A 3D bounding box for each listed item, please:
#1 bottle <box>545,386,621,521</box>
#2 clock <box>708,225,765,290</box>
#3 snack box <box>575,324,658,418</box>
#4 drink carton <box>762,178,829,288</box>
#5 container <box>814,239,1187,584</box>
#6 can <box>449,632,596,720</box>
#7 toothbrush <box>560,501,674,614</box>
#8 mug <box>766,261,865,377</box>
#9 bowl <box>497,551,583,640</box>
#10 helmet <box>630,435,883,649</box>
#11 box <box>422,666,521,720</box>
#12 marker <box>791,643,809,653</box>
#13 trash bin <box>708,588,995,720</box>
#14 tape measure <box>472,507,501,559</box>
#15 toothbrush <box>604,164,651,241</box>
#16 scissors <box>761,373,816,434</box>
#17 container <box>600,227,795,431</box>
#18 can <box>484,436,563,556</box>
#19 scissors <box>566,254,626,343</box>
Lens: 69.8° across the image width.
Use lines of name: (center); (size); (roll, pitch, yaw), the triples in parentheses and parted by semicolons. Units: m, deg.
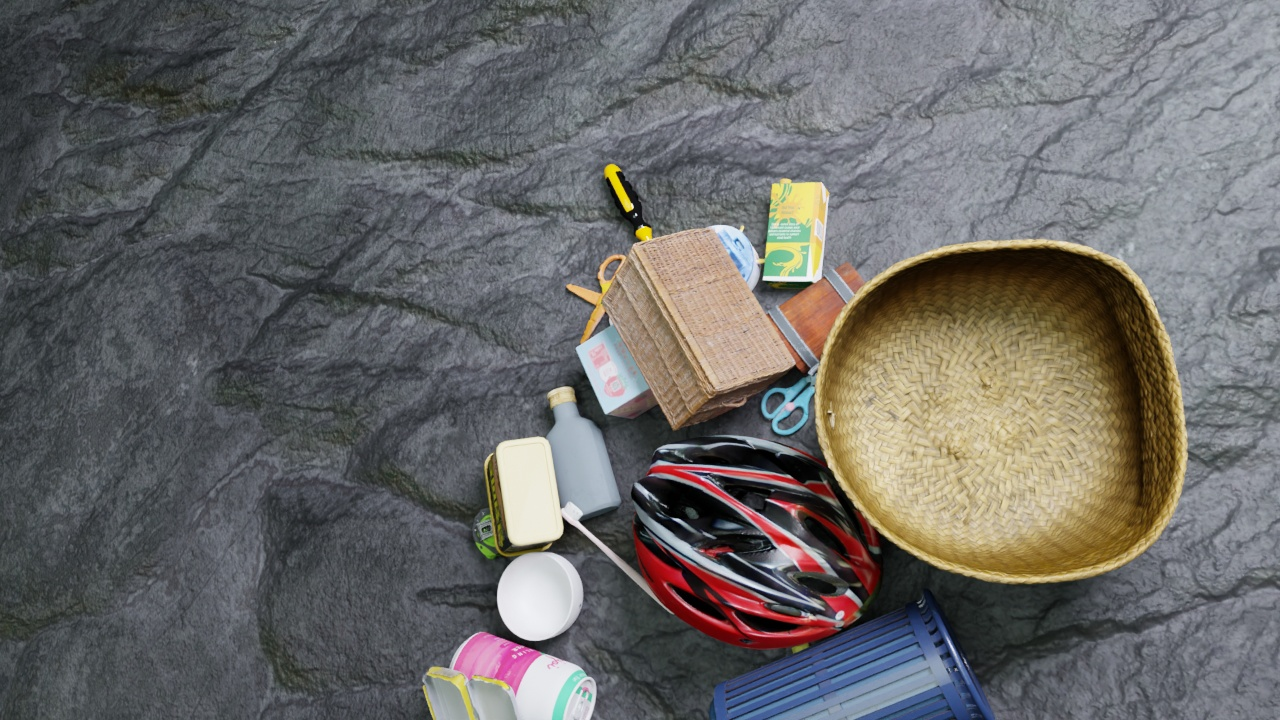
bottle: (-0.079, 0.112, 1.133); (0.072, 0.046, 0.161); (-23, 73, 19)
clock: (0.085, -0.103, 1.091); (0.125, 0.052, 0.089); (-36, 69, 15)
snack box: (-0.007, 0.006, 1.099); (0.095, 0.079, 0.093); (-32, 70, 18)
drink carton: (0.181, -0.147, 1.062); (0.058, 0.041, 0.122); (3, 83, 25)
container: (0.320, 0.049, 0.862); (0.307, 0.196, 0.307); (-1, 85, 11)
can: (-0.142, 0.388, 1.092); (0.166, 0.088, 0.088); (11, 86, 25)
toothbrush: (-0.024, 0.233, 1.079); (0.181, 0.015, 0.018); (42, 107, 6)
mug: (0.212, -0.035, 1.010); (0.111, 0.081, 0.117); (-37, 73, 10)
bowl: (-0.117, 0.285, 1.117); (0.105, 0.054, 0.104); (-4, 80, 22)
helmet: (0.116, 0.178, 0.953); (0.272, 0.167, 0.216); (15, 55, 27)
box: (-0.181, 0.454, 1.079); (0.127, 0.023, 0.210); (-1, 112, 24)
marker: (0.192, 0.367, 0.984); (0.021, 0.017, 0.123); (-22, 74, 20)
trash bin: (0.201, 0.340, 0.904); (0.250, 0.139, 0.139); (-27, 71, 12)
tape measure: (-0.185, 0.218, 1.168); (0.059, 0.035, 0.065); (-32, 71, 17)
toothbrush: (0.002, -0.165, 1.153); (0.031, 0.031, 0.196); (-30, 74, 11)
scissors: (0.194, 0.025, 1.046); (0.137, 0.015, 0.056); (-45, 68, 5)
container: (0.057, -0.034, 1.006); (0.198, 0.113, 0.113); (62, 145, 16)
can: (-0.141, 0.164, 1.110); (0.072, 0.101, 0.130); (-6, 75, -17)
scissors: (-0.043, -0.074, 1.167); (0.128, 0.011, 0.125); (30, 93, 25)
